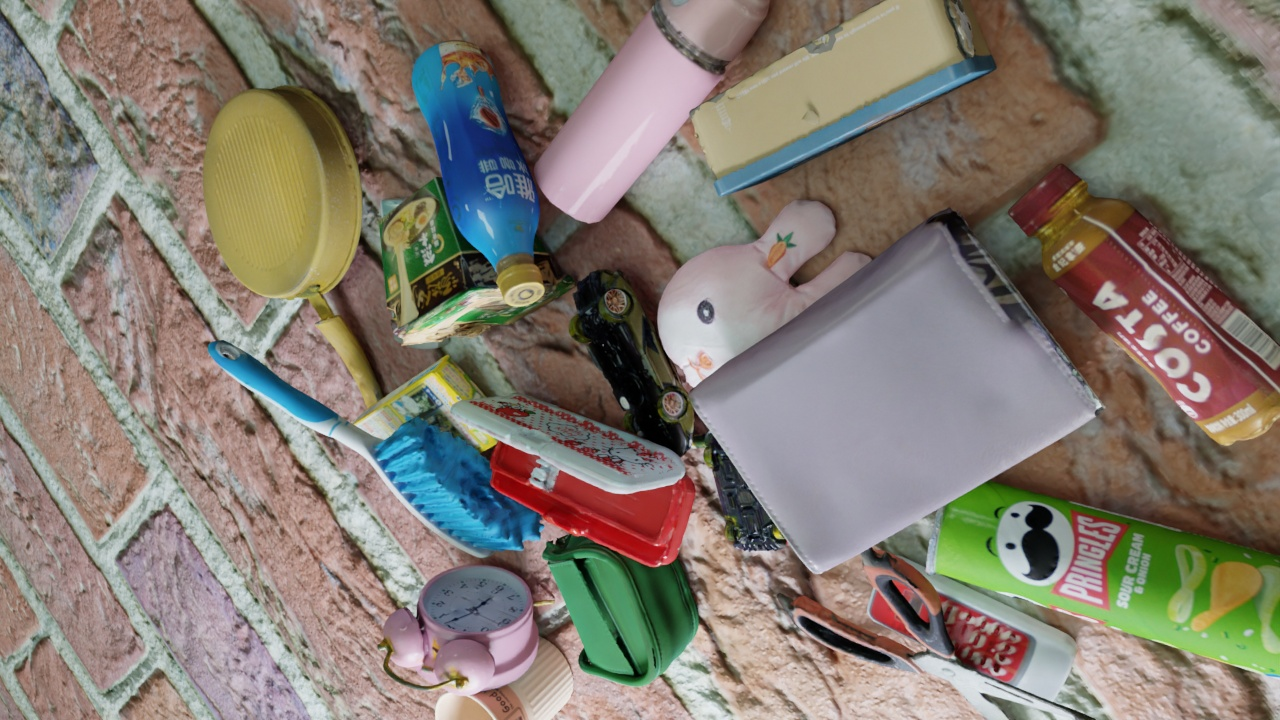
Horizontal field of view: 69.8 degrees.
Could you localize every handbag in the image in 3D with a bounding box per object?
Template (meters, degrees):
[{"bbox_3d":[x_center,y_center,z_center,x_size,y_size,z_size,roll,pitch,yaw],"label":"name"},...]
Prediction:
[{"bbox_3d":[0.150,0.019,0.568,0.197,0.098,0.145,-36,95,21],"label":"handbag"},{"bbox_3d":[-0.021,0.201,0.778,0.120,0.067,0.131,-14,99,42],"label":"handbag"}]

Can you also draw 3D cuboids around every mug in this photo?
[{"bbox_3d":[-0.114,0.327,0.847,0.082,0.105,0.114,-37,85,35],"label":"mug"}]

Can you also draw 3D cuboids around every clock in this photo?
[{"bbox_3d":[-0.160,0.243,0.817,0.117,0.158,0.060,18,117,25],"label":"clock"}]

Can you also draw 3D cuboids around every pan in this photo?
[{"bbox_3d":[-0.309,-0.080,0.874,0.198,0.078,0.357,-12,93,37],"label":"pan"}]

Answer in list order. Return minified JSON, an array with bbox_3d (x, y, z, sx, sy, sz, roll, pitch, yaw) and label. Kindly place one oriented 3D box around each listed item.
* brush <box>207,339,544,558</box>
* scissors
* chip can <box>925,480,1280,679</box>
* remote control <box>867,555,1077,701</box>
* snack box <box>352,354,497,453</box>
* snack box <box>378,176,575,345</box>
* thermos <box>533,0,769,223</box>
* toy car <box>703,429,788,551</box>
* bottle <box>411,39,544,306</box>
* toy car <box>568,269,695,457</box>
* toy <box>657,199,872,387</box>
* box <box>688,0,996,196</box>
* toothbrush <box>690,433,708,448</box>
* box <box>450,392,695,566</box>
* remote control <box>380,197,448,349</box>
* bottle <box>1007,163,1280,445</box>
[{"bbox_3d":[-0.227,0.073,0.799,0.110,0.060,0.314,-27,116,38],"label":"brush"},{"bbox_3d":[0.196,0.205,0.643,0.222,0.015,0.189,49,145,-12],"label":"scissors"},{"bbox_3d":[0.298,0.128,0.546,0.236,0.072,0.072,13,112,28],"label":"chip can"},{"bbox_3d":[0.228,0.187,0.640,0.136,0.020,0.056,24,116,24],"label":"remote control"},{"bbox_3d":[-0.195,0.061,0.840,0.141,0.033,0.087,-29,109,37],"label":"snack box"},{"bbox_3d":[-0.142,-0.083,0.734,0.118,0.118,0.105,-25,82,35],"label":"snack box"},{"bbox_3d":[0.002,-0.192,0.634,0.199,0.067,0.087,-47,51,34],"label":"thermos"},{"bbox_3d":[0.082,0.094,0.693,0.049,0.031,0.106,-11,103,33],"label":"toy car"},{"bbox_3d":[-0.115,-0.137,0.674,0.065,0.065,0.218,-38,60,35],"label":"bottle"},{"bbox_3d":[-0.004,0.004,0.706,0.070,0.042,0.158,-25,92,59],"label":"toy car"},{"bbox_3d":[0.084,-0.036,0.639,0.121,0.054,0.160,49,117,7],"label":"toy"},{"bbox_3d":[0.114,-0.160,0.557,0.185,0.089,0.062,-23,94,37],"label":"box"},{"bbox_3d":[-0.016,0.076,0.761,0.186,0.012,0.017,-9,106,34],"label":"toothbrush"},{"bbox_3d":[-0.063,0.086,0.716,0.202,0.101,0.095,18,92,39],"label":"box"},{"bbox_3d":[-0.202,-0.077,0.822,0.056,0.019,0.135,10,111,29],"label":"remote control"},{"bbox_3d":[0.282,-0.035,0.510,0.175,0.057,0.058,49,124,10],"label":"bottle"}]
